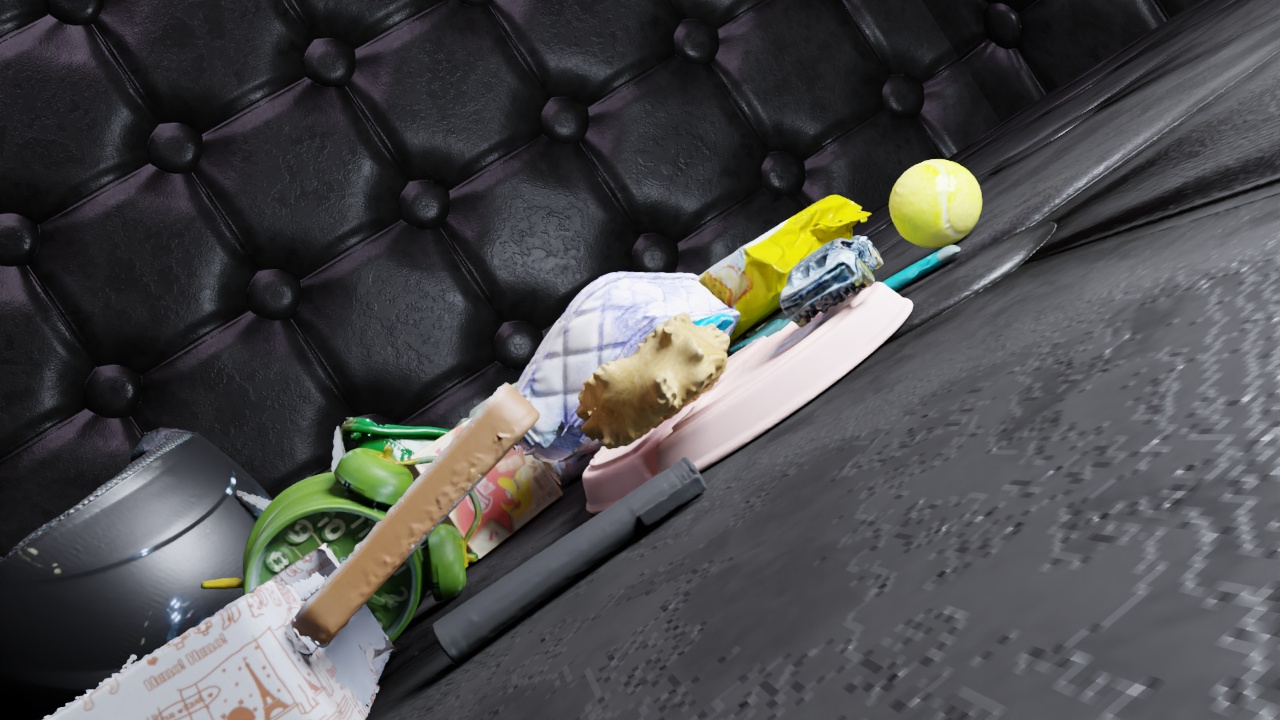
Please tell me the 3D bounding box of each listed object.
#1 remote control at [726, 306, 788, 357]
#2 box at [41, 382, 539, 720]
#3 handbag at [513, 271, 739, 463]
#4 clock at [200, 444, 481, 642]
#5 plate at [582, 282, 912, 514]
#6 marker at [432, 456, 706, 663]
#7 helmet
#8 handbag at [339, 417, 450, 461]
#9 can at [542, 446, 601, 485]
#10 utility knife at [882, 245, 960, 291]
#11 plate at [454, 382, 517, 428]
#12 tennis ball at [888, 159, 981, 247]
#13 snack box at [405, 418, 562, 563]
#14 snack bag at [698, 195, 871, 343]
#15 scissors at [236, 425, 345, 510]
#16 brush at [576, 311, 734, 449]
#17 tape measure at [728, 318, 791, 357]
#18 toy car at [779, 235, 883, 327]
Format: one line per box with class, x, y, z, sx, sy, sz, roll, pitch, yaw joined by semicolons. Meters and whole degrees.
remote control;0.126;-0.033;0.866;0.150;0.021;0.058;-33;3;19
box;-0.145;0.118;0.440;0.262;0.088;0.178;-34;1;-10
handbag;-0.004;0.004;0.680;0.134;0.075;0.193;-53;-17;21
clock;-0.175;0.122;0.572;0.161;0.116;0.056;-37;13;-6
plate;0.058;0.018;0.558;0.229;0.028;0.229;-33;1;1
marker;-0.029;0.085;0.396;0.132;0.020;0.022;-33;23;-9
helmet;-0.386;0.192;0.715;0.275;0.230;0.232;-60;-7;33
handbag;-0.201;0.116;0.767;0.120;0.131;0.068;20;-30;-31
can;-0.029;0.052;0.812;0.134;0.053;0.053;-34;1;-14
utility knife;0.151;-0.039;0.668;0.194;0.013;0.029;-33;2;42
plate;-0.096;0.059;0.974;0.230;0.027;0.230;-21;-19;-8
tennis ball;0.220;-0.117;0.687;0.065;0.065;0.065;-34;1;1
snack box;-0.134;0.101;0.728;0.094;0.093;0.077;-34;2;-39
snack bag;0.087;-0.061;0.847;0.157;0.068;0.247;-35;2;-40
scissors;-0.214;0.130;0.673;0.159;0.176;0.014;-5;-22;-10
brush;0.025;-0.004;0.530;0.083;0.046;0.254;-41;-1;17
tape measure;0.099;-0.014;0.771;0.058;0.025;0.055;-33;2;-26
toy car;0.107;-0.049;0.518;0.049;0.031;0.105;-32;1;24
